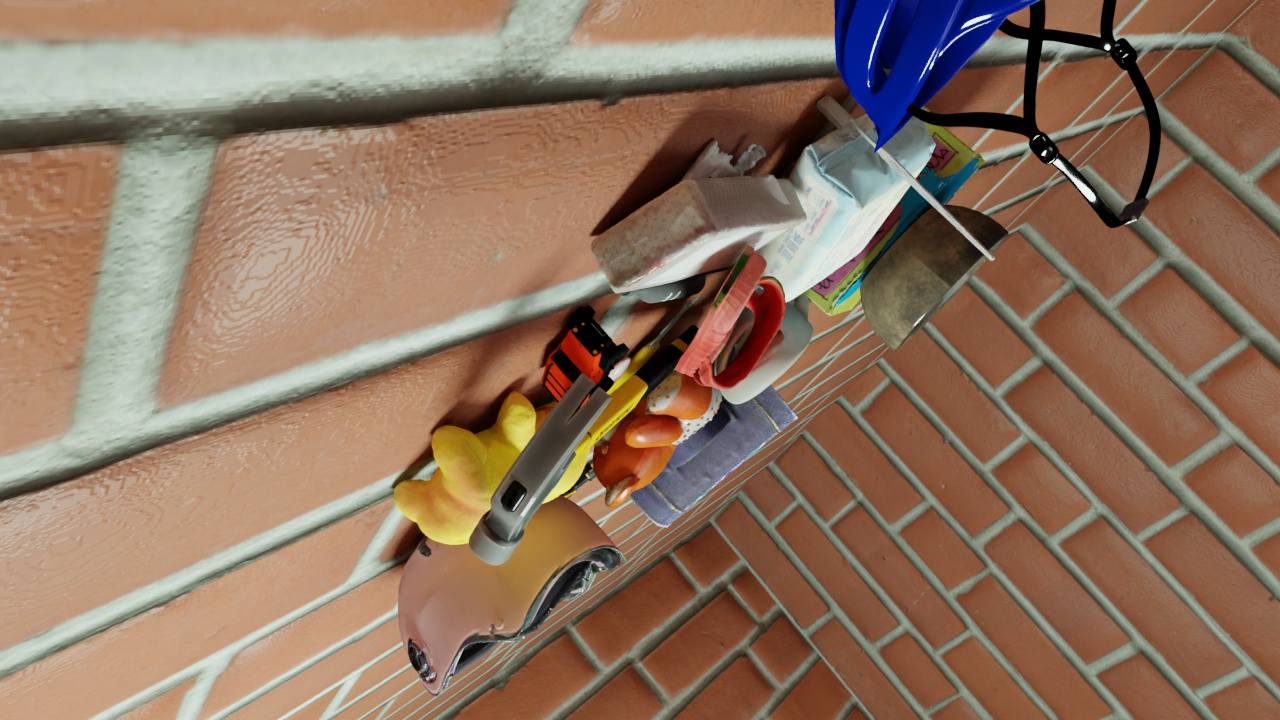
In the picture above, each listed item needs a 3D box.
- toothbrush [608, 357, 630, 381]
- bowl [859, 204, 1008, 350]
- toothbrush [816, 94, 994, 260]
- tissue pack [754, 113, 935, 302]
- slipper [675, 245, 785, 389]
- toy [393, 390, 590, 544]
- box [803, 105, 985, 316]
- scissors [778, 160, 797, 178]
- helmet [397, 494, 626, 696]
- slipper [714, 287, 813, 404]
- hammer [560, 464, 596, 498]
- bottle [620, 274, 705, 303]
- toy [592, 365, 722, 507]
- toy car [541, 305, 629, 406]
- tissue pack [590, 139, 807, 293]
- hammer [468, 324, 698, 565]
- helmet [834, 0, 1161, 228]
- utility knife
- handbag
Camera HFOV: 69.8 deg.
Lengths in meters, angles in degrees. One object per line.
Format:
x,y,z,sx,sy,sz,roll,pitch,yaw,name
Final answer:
-0.047,0.039,0.942,0.021,0.016,0.135,-23,156,-50,toothbrush
0.291,-0.092,0.938,0.162,0.070,0.162,-42,166,-13,bowl
0.193,-0.135,0.678,0.010,0.181,0.010,-35,159,-10,toothbrush
0.163,-0.129,0.784,0.111,0.070,0.182,-34,165,-27,tissue pack
0.080,-0.026,0.756,0.103,0.059,0.249,-59,176,-5,slipper
-0.110,0.093,0.800,0.135,0.087,0.193,-51,162,24,toy
0.258,-0.156,0.977,0.221,0.082,0.124,-53,165,23,box
0.157,-0.152,0.875,0.227,0.016,0.134,-23,157,-54,scissors
-0.156,0.228,0.956,0.229,0.152,0.256,-30,165,-43,helmet
0.118,-0.041,0.953,0.113,0.080,0.265,-38,-174,23,slipper
-0.104,0.139,1.071,0.123,0.036,0.321,-36,168,-12,hammer
0.016,-0.063,0.752,0.030,0.030,0.112,-48,164,28,bottle
0.008,0.065,0.969,0.173,0.093,0.163,-52,-171,14,toy
-0.049,0.003,0.745,0.048,0.051,0.100,-35,166,-28,toy car
0.050,-0.105,0.669,0.104,0.071,0.181,-31,171,33,tissue pack
-0.017,0.034,0.764,0.170,0.034,0.323,-57,170,33,hammer
0.213,-0.184,0.485,0.147,0.227,0.242,-42,171,-34,helmet
-0.006,0.005,0.936,0.219,0.019,0.030,-44,172,36,utility knife
0.071,0.085,1.105,0.205,0.125,0.222,-41,178,6,handbag
